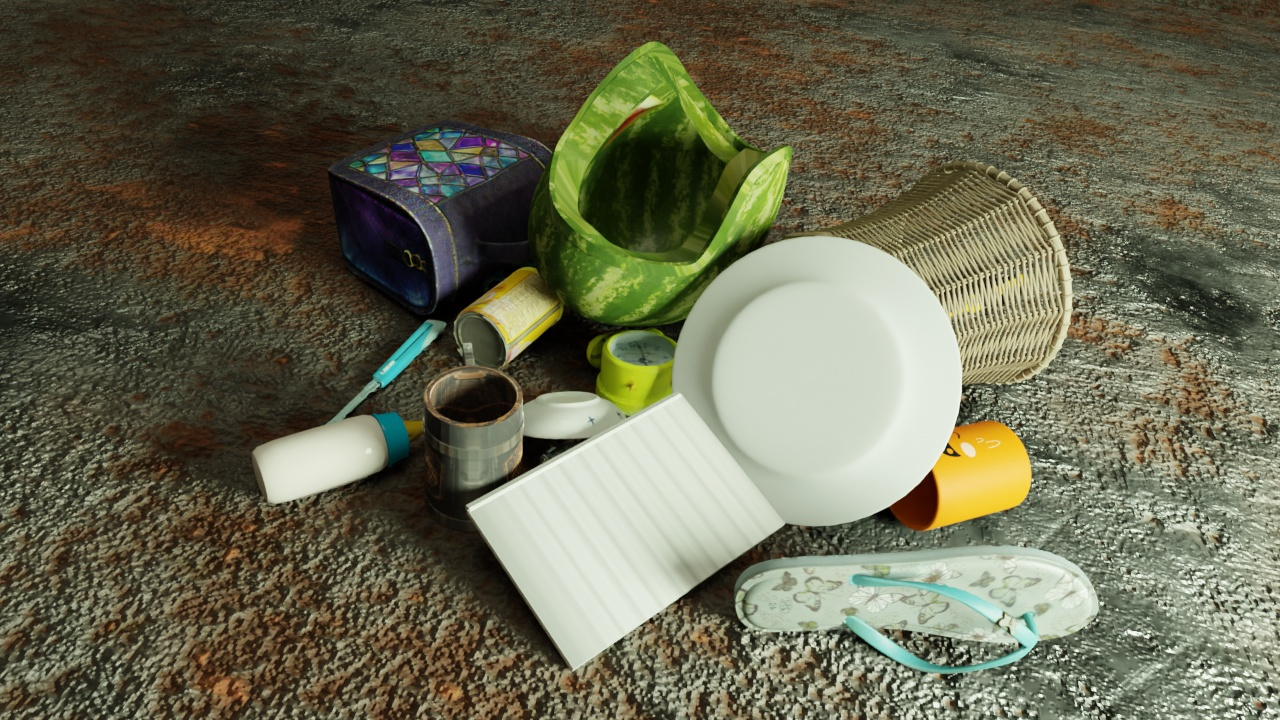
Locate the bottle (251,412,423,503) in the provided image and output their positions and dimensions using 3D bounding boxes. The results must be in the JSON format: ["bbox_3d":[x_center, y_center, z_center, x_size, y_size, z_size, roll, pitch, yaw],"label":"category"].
[{"bbox_3d":[-0.237,0.073,0.748,0.146,0.051,0.051,-17,43,-29],"label":"bottle"}]

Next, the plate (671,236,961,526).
[{"bbox_3d":[0.137,0.015,0.761,0.243,0.242,0.016,26,5,23],"label":"plate"}]

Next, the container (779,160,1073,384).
[{"bbox_3d":[0.249,-0.057,0.875,0.195,0.227,0.227,-19,44,-22],"label":"container"}]

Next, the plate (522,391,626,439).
[{"bbox_3d":[-0.063,0.044,0.800,0.104,0.026,0.104,0,10,0],"label":"plate"}]

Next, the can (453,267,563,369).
[{"bbox_3d":[-0.129,-0.042,0.907,0.068,0.068,0.104,23,40,19],"label":"can"}]

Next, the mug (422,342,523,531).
[{"bbox_3d":[-0.136,0.058,0.738,0.080,0.107,0.115,-3,38,-14],"label":"mug"}]

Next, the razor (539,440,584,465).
[{"bbox_3d":[-0.011,0.108,0.750,0.151,0.054,0.067,17,47,2],"label":"razor"}]

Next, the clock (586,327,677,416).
[{"bbox_3d":[-0.005,0.005,0.877,0.083,0.057,0.119,-7,33,-18],"label":"clock"}]

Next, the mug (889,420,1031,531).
[{"bbox_3d":[0.260,0.096,0.798,0.095,0.077,0.113,-9,9,-21],"label":"mug"}]

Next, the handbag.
[{"bbox_3d":[-0.197,-0.154,0.981,0.222,0.126,0.204,24,41,26],"label":"handbag"}]

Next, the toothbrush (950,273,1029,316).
[{"bbox_3d":[0.389,-0.067,1.063,0.196,0.031,0.031,-21,78,-31],"label":"toothbrush"}]

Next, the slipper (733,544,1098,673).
[{"bbox_3d":[0.202,0.177,0.650,0.269,0.098,0.054,4,36,-3],"label":"slipper"}]

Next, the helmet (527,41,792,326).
[{"bbox_3d":[0.011,-0.147,0.891,0.213,0.247,0.243,42,4,11],"label":"helmet"}]

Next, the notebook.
[{"bbox_3d":[-0.008,0.120,0.707,0.209,0.009,0.142,-27,67,-30],"label":"notebook"}]

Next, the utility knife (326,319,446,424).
[{"bbox_3d":[-0.237,0.014,0.860,0.022,0.015,0.180,15,40,15],"label":"utility knife"}]

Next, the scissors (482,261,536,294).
[{"bbox_3d":[-0.150,-0.109,1.039,0.137,0.011,0.134,-16,40,-23],"label":"scissors"}]
